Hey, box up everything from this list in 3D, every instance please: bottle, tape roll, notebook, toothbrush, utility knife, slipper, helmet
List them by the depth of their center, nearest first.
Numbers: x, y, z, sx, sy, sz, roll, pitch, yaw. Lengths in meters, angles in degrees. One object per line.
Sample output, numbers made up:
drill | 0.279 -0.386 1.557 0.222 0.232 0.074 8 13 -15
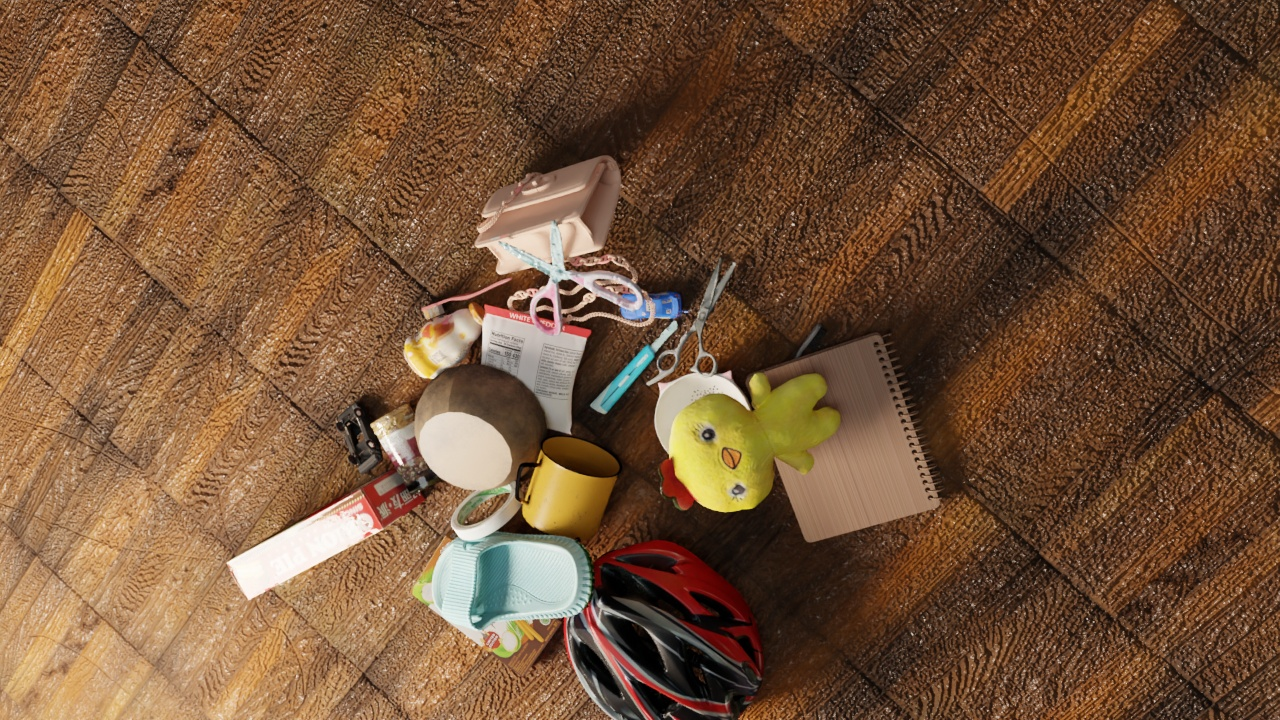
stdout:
notebook | 0.234 0.089 1.041 0.169 0.022 0.210 -19 99 16
toothbrush | 0.161 0.027 1.061 0.013 0.012 0.167 34 107 -2
slipper | -0.169 0.258 1.082 0.277 0.069 0.116 -12 74 38
toothbrush | -0.207 -0.075 1.091 0.185 0.015 0.015 -14 99 45
helmet | 0.027 0.347 1.094 0.218 0.166 0.272 -41 101 21
utility knife | -0.007 0.006 1.099 0.022 0.015 0.149 40 105 1
bottle | -0.235 -0.027 1.126 0.109 0.063 0.063 -36 90 9
tape roll | -0.190 0.184 1.138 0.094 0.093 0.018 -21 114 17
bottle | -0.294 0.113 1.170 0.056 0.056 0.105 -29 93 17

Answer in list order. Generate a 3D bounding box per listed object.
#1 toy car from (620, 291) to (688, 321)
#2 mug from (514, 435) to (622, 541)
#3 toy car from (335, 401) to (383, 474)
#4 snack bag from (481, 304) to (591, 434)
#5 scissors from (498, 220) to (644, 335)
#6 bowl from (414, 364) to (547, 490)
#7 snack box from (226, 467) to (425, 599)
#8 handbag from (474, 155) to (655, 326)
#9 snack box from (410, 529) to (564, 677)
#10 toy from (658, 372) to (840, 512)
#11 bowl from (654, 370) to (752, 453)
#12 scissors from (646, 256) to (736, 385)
toy car | 0.015 -0.060 1.055 0.092 0.061 0.033 -1 100 14
mug | -0.095 0.153 1.097 0.123 0.100 0.094 9 109 -30
toy car | -0.361 0.101 1.189 0.040 0.037 0.092 -38 64 19
snack bag | -0.136 0.014 1.114 0.131 0.039 0.144 14 115 4
scissors | -0.073 -0.085 1.015 0.175 0.013 0.171 9 136 7
bowl | -0.199 0.090 1.107 0.162 0.070 0.162 6 123 10
snack box | -0.407 0.220 1.190 0.237 0.113 0.060 -28 94 17
handbag | -0.086 -0.131 1.071 0.199 0.116 0.187 -10 135 30
snack box | -0.197 0.315 1.197 0.186 0.031 0.101 35 107 6
toy | 0.115 0.087 0.993 0.208 0.092 0.134 -26 99 8
bowl | 0.077 0.066 1.069 0.115 0.050 0.115 3 101 14
scissors | 0.058 -0.043 1.048 0.121 0.014 0.159 -9 71 23
